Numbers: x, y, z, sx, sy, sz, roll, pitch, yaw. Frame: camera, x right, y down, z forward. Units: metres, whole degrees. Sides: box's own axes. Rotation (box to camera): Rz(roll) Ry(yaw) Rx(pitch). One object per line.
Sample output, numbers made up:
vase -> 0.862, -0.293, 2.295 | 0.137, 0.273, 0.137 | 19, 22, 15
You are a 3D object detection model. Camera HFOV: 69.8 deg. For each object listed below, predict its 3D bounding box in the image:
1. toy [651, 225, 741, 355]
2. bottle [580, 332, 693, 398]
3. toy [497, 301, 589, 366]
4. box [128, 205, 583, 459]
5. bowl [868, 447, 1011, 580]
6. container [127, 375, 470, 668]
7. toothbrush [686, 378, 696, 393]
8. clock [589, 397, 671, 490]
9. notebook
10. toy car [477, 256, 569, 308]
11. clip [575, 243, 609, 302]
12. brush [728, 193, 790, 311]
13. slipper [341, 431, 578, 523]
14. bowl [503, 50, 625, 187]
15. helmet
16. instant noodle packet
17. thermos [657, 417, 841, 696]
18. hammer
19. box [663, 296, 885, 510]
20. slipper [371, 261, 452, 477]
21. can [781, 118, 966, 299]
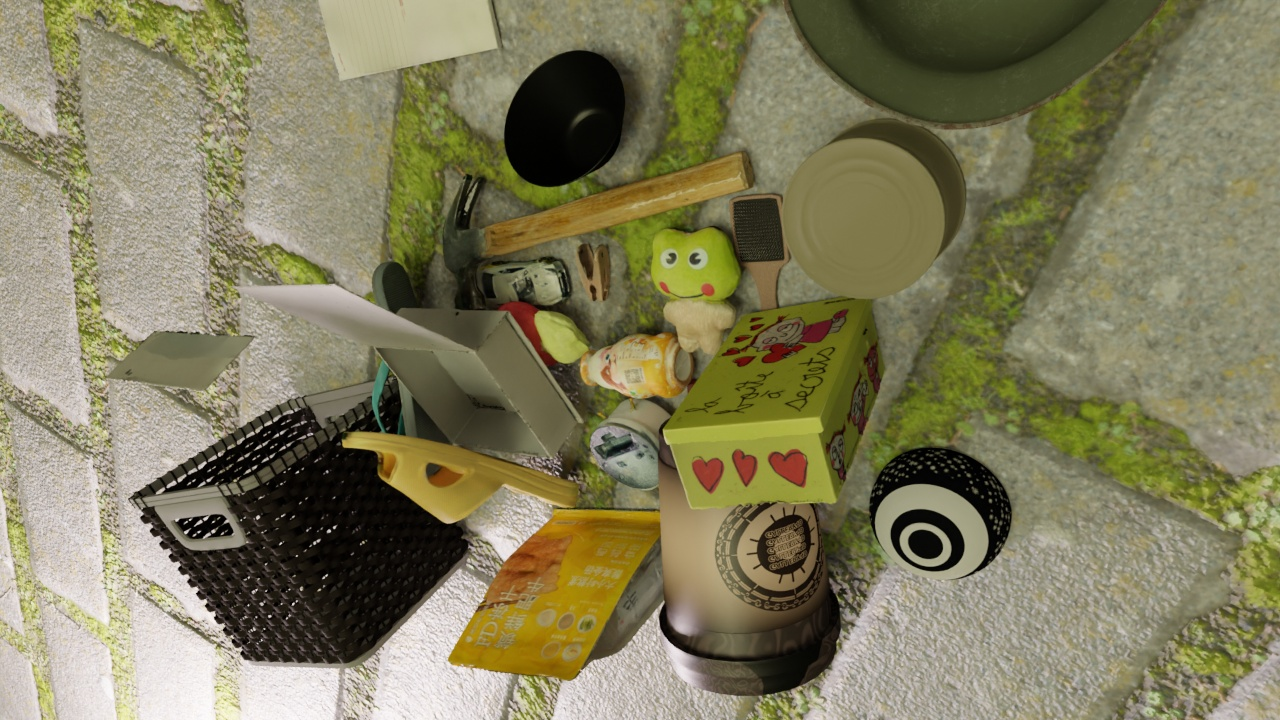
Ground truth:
toy -> 0.050, -0.062, 0.832 | 0.092, 0.043, 0.118 | 4, 105, 33
bottle -> -0.005, 0.005, 0.889 | 0.109, 0.063, 0.063 | -1, 112, 31
toy -> -0.117, -0.025, 0.936 | 0.135, 0.045, 0.092 | 3, 145, 24
box -> -0.231, -0.036, 0.858 | 0.166, 0.108, 0.418 | 3, 150, 38
bowl -> 0.255, 0.143, 0.799 | 0.120, 0.066, 0.120 | 13, 118, 25
container -> -0.386, 0.194, 1.091 | 0.248, 0.244, 0.244 | -11, 109, 34
toothbrush -> 0.066, 0.108, 0.925 | 0.016, 0.016, 0.190 | 2, 113, 25
clock -> 0.005, 0.093, 0.923 | 0.083, 0.056, 0.117 | -25, 110, 44
notebook -> -0.234, -0.361, 0.881 | 0.209, 0.012, 0.153 | 0, 112, 30
toy car -> -0.123, -0.078, 0.938 | 0.106, 0.033, 0.048 | -1, 110, 30
clip -> -0.052, -0.086, 0.897 | 0.045, 0.025, 0.061 | 15, 122, 24
brush -> 0.108, -0.079, 0.812 | 0.050, 0.015, 0.136 | 1, 112, 29
slipper -> -0.188, 0.130, 0.957 | 0.100, 0.263, 0.078 | 4, 78, 61
bowl -> -0.055, -0.205, 0.813 | 0.124, 0.052, 0.124 | -6, 77, 28
helmet -> 0.226, -0.291, 0.557 | 0.227, 0.153, 0.269 | 37, 130, 9
instant noodle packet -> -0.075, 0.248, 0.946 | 0.163, 0.220, 0.084 | -3, 114, 32
thermos -> 0.093, 0.165, 0.850 | 0.173, 0.172, 0.226 | 1, 106, 30
hammer -> -0.052, -0.137, 0.855 | 0.331, 0.033, 0.132 | -10, 87, 29
box -> 0.115, 0.028, 0.727 | 0.125, 0.220, 0.079 | -7, 110, 29
slipper -> -0.264, 0.023, 1.030 | 0.055, 0.098, 0.269 | -7, 101, 14
can -> 0.181, -0.118, 0.715 | 0.128, 0.073, 0.128 | 13, 118, 25
